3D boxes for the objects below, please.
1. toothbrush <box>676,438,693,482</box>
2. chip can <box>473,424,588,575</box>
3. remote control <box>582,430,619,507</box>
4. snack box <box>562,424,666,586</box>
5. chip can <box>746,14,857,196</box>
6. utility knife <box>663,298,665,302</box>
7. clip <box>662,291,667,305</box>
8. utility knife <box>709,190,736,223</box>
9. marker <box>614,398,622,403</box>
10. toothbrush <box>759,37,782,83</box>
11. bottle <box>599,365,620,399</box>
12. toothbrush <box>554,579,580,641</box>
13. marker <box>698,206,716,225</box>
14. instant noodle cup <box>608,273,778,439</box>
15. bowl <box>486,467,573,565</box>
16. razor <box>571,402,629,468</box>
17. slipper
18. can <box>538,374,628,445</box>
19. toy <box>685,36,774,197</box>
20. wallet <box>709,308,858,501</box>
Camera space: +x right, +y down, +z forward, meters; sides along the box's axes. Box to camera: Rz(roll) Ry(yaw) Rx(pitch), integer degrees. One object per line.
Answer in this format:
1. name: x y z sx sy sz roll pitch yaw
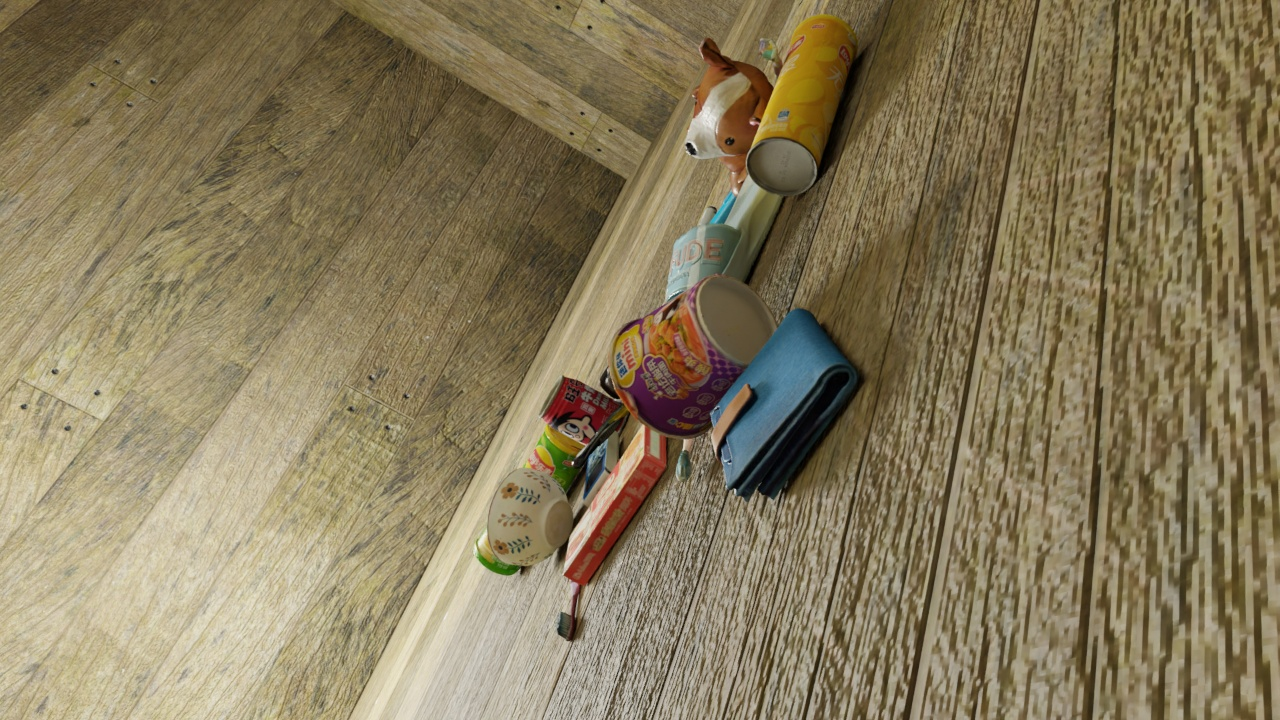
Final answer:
1. toothbrush: 0.047 0.033 0.801 0.224 0.026 0.027 -75 -12 -57
2. chip can: -0.145 0.186 1.223 0.221 0.072 0.072 -58 10 16
3. remote control: -0.042 0.118 1.026 0.049 0.024 0.124 -58 9 16
4. snack box: -0.024 0.136 0.876 0.153 0.025 0.075 -57 10 19
5. chip can: 0.164 -0.260 0.923 0.072 0.072 0.212 -48 16 54
6. utility knife: 0.041 -0.076 1.219 0.194 0.020 0.031 -85 20 -58
7. clip: 0.039 -0.069 1.099 0.104 0.034 0.080 -53 8 5
8. utility knife: 0.128 -0.219 1.163 0.207 0.018 0.034 -55 10 22
9. marker: -0.003 0.004 1.189 0.145 0.017 0.017 -65 10 -26
10. toothbrush: 0.156 -0.305 1.027 0.020 0.029 0.189 -30 -16 9
11. bottle: -0.006 0.006 1.048 0.079 0.044 0.195 -49 2 -8
12. toothbrush: -0.067 0.211 0.900 0.016 0.017 0.187 -57 11 19
13. marker: 0.077 -0.158 1.249 0.023 0.018 0.130 -26 35 59
14. instant noodle cup: 0.048 -0.007 0.711 0.099 0.111 0.111 -37 23 44
15. bowl: -0.117 0.183 1.058 0.062 0.113 0.113 4 54 31
16. razor: -0.027 0.069 1.013 0.143 0.022 0.042 -43 10 12
17. slipper: 0.078 -0.119 0.953 0.245 0.074 0.104 -62 10 -17
18. can: -0.070 0.065 1.119 0.067 0.094 0.066 -58 9 15
19. toy: 0.102 -0.268 1.037 0.130 0.140 0.200 -40 -8 -6
20. wallet: 0.087 0.024 0.594 0.106 0.040 0.133 -54 10 14
